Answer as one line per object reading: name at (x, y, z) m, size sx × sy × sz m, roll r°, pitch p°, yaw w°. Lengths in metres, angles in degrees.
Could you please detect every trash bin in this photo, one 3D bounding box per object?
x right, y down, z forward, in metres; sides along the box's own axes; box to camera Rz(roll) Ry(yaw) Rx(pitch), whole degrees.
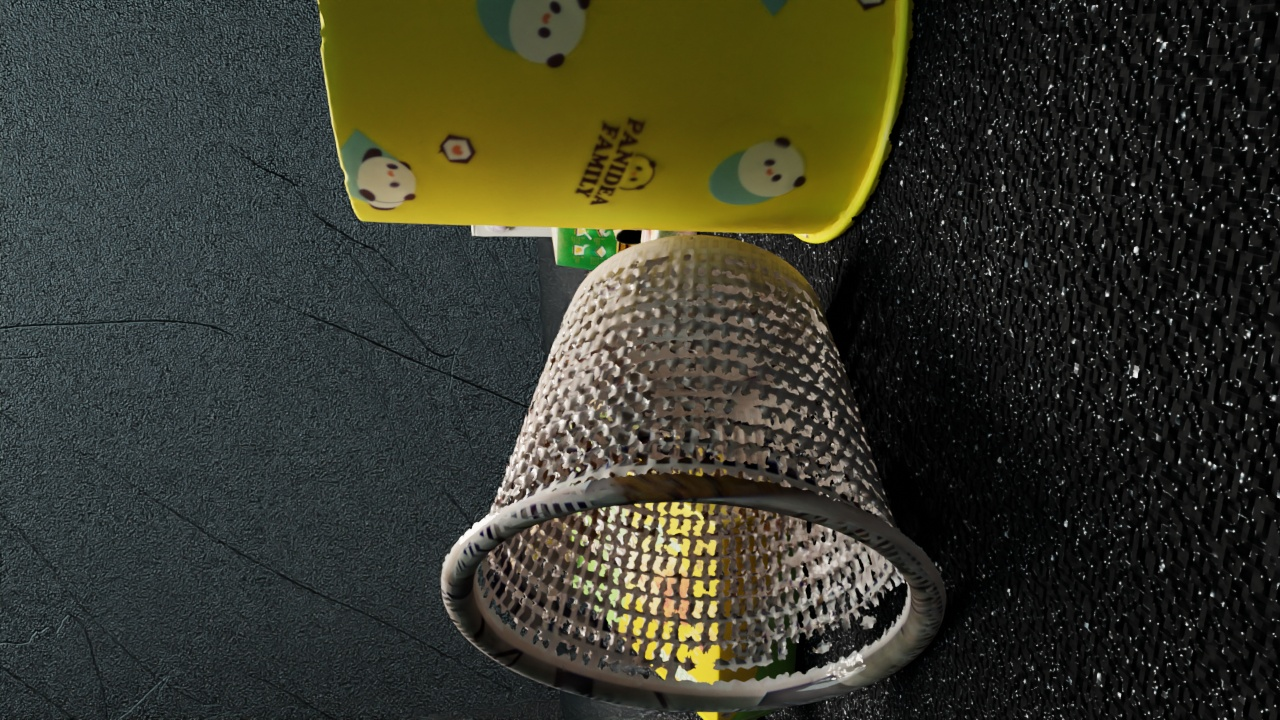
trash bin at (0.026, 0.050, 0.478) m, size 0.228 × 0.227 × 0.191 m, roll 97°, pitch 178°, yaw -49°
trash bin at (-0.026, -0.170, 0.486) m, size 0.230 × 0.255 × 0.229 m, roll 174°, pitch 91°, yaw -80°

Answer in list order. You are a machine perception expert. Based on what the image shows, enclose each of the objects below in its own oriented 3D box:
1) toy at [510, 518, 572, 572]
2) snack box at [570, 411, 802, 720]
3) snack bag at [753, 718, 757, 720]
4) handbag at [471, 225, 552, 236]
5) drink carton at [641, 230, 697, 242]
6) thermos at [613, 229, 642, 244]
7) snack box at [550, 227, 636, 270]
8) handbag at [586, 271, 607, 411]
toy at (-0.033, 0.125, 0.816) m, size 0.082 × 0.225 × 0.143 m, roll 29°, pitch 107°, yaw 35°
snack box at (0.024, 0.141, 0.674) m, size 0.210 × 0.069 × 0.158 m, roll 27°, pitch 123°, yaw 53°
snack bag at (0.080, 0.264, 0.719) m, size 0.045 × 0.026 × 0.105 m, roll -92°, pitch 5°, yaw -55°
handbag at (-0.126, -0.229, 1.212) m, size 0.145 × 0.197 × 0.098 m, roll 102°, pitch 164°, yaw -58°
drink carton at (0.025, -0.126, 0.821) m, size 0.123 × 0.045 × 0.053 m, roll 98°, pitch 163°, yaw -53°
thermos at (-0.013, -0.192, 0.907) m, size 0.093 × 0.093 × 0.143 m, roll 117°, pitch 141°, yaw -72°
snack box at (-0.053, -0.167, 1.077) m, size 0.118 × 0.105 × 0.118 m, roll 97°, pitch 166°, yaw -51°
handbag at (-0.005, 0.005, 0.922) m, size 0.205 × 0.099 × 0.147 m, roll 98°, pitch 157°, yaw -50°
